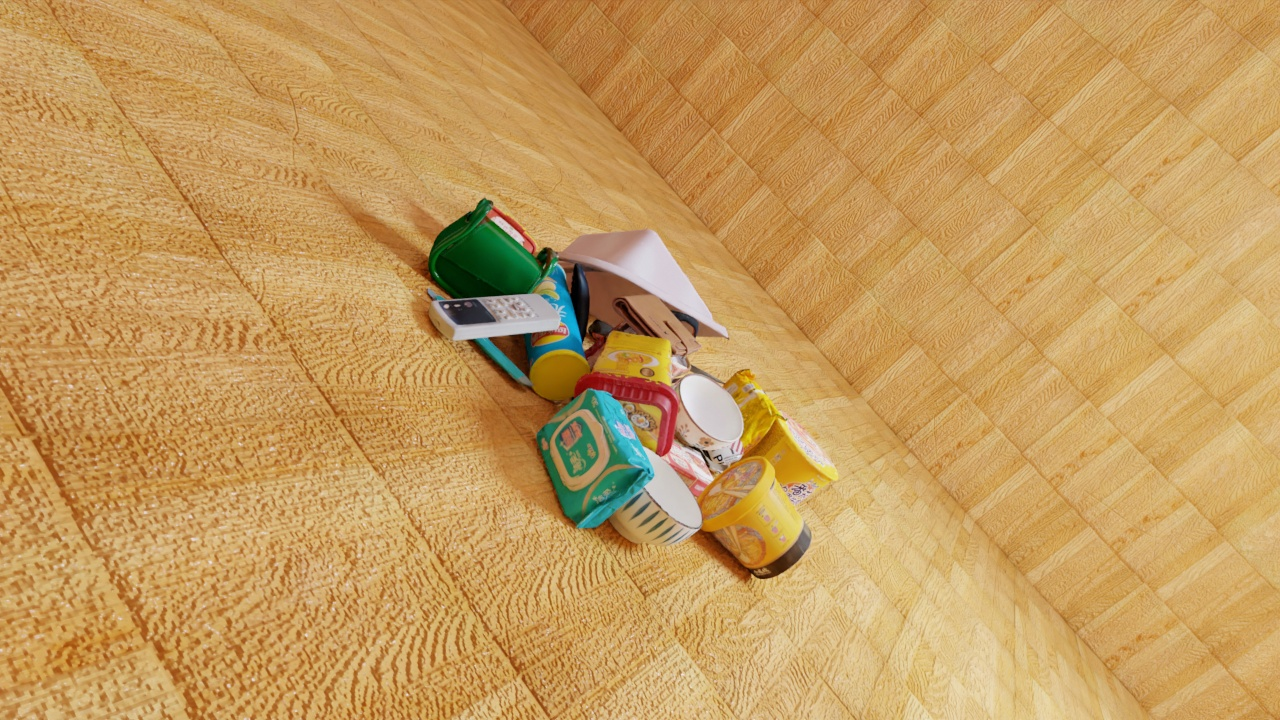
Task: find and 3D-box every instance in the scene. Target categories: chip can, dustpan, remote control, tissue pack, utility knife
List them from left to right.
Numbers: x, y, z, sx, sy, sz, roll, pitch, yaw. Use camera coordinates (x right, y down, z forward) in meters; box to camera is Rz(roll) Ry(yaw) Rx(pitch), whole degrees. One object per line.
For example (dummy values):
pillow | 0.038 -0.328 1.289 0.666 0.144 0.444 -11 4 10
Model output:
utility knife | -0.185 -0.025 1.044 0.166 0.013 0.029 44 13 5
remote control | -0.162 -0.051 1.032 0.149 0.021 0.058 -8 41 -41
chip can | -0.112 -0.044 1.137 0.071 0.071 0.210 35 23 -33
remote control | -0.081 -0.065 1.210 0.024 0.137 0.053 -2 39 -13
tissue pack | -0.048 0.099 0.933 0.050 0.093 0.133 34 18 -44
dustpan | -0.039 -0.087 1.347 0.223 0.138 0.273 0 -48 47

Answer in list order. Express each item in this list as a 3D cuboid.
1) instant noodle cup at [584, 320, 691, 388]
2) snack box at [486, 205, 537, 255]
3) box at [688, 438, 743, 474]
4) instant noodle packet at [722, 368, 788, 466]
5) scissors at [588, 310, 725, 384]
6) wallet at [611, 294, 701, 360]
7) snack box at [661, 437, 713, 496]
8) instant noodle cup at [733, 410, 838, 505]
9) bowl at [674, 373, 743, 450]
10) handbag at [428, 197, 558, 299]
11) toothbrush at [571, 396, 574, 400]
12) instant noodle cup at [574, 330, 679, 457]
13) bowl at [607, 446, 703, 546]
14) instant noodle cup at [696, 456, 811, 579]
instant noodle cup | -0.007 0.007 1.236 0.138 0.109 0.137 41 17 -15
snack box | -0.194 -0.148 1.207 0.091 0.082 0.080 42 26 -8
box | 0.082 0.103 1.357 0.075 0.082 0.163 -14 56 -30
instant noodle packet | 0.146 0.088 1.391 0.110 0.128 0.044 54 14 31
scissors | 0.028 -0.013 1.356 0.221 0.234 0.021 16 62 1
wallet | 0.024 -0.044 1.186 0.108 0.031 0.131 47 17 10
snack box | 0.036 0.126 1.204 0.153 0.025 0.075 33 19 -38
instant noodle cup | 0.220 0.165 1.420 0.138 0.110 0.137 41 17 -15
bowl | 0.081 0.080 1.275 0.113 0.062 0.113 26 40 -24
handbag | -0.178 -0.120 1.098 0.131 0.120 0.067 40 22 -25
toothbrush | -0.117 -0.002 1.162 0.189 0.016 0.014 50 25 25
instant noodle cup | -0.012 0.036 1.054 0.116 0.116 0.123 9 41 3
bowl | 0.004 0.153 0.980 0.116 0.066 0.116 42 16 -15
instant noodle cup | 0.144 0.199 1.144 0.114 0.119 0.118 50 15 -12
